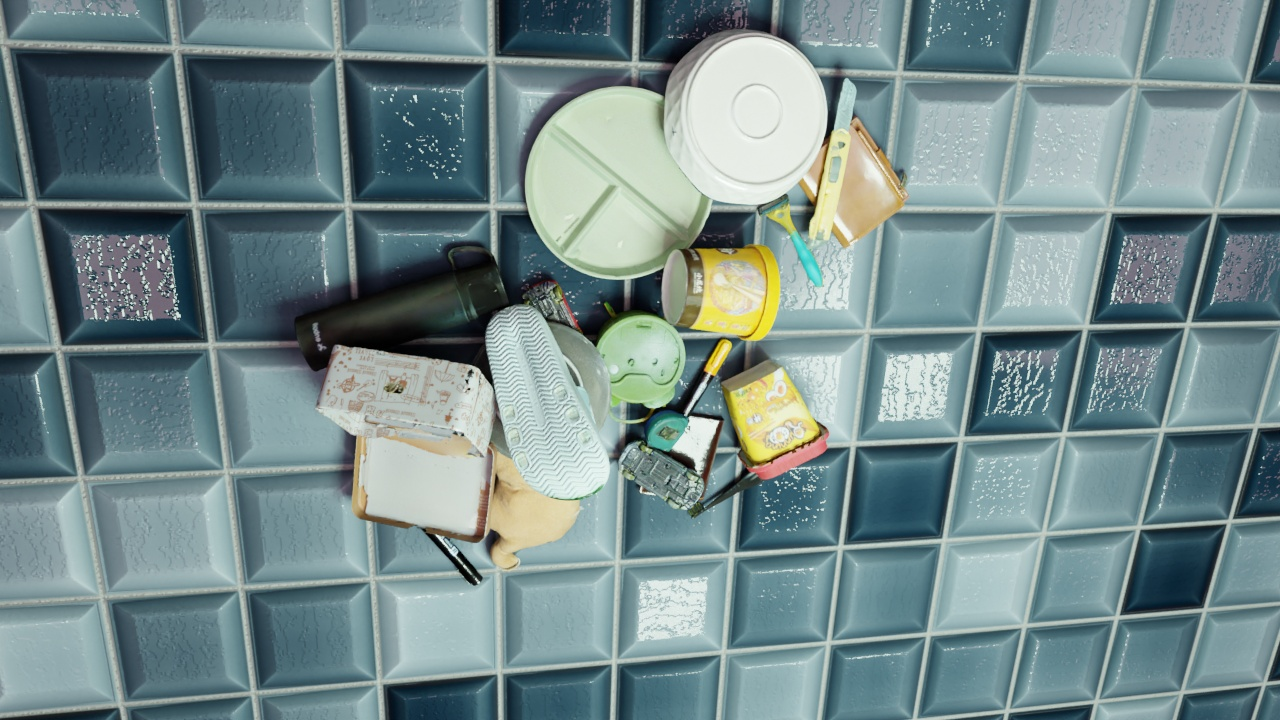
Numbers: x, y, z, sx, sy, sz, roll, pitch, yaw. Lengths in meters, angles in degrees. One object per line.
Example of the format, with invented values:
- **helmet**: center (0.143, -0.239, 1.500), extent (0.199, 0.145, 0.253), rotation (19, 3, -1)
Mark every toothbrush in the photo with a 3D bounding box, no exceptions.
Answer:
- **toothbrush**: center (0.158, 0.160, 1.274), extent (0.213, 0.026, 0.027), rotation (-32, 78, 2)

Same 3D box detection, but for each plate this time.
- **plate**: center (0.130, -0.287, 1.075), extent (0.204, 0.045, 0.205), rotation (-1, 96, -15)
- **plate**: center (-0.025, -0.211, 1.104), extent (0.230, 0.027, 0.230), rotation (-4, 110, -11)
- **plate**: center (-0.125, 0.039, 1.118), extent (0.179, 0.024, 0.179), rotation (0, 92, 3)

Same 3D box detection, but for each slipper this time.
- **slipper**: center (-0.112, 0.050, 1.072), extent (0.104, 0.074, 0.245), rotation (-25, 75, 9)

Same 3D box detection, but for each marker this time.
- **marker**: center (0.084, 0.027, 1.211), extent (0.018, 0.015, 0.124), rotation (29, 96, -13)
- **marker**: center (-0.257, 0.252, 1.227), extent (0.022, 0.020, 0.132), rotation (-21, 116, 28)

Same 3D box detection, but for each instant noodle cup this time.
- **instant noodle cup**: center (0.093, -0.085, 1.118), extent (0.114, 0.118, 0.118), rotation (2, 109, -17)
- **instant noodle cup**: center (0.169, 0.073, 1.205), extent (0.116, 0.116, 0.123), rotation (-26, 101, -1)

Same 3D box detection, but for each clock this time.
- **clock**: center (-0.007, 0.007, 1.169), extent (0.116, 0.056, 0.161), rotation (3, 109, -11)

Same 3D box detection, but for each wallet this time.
- **wallet**: center (0.055, 0.129, 1.246), extent (0.096, 0.020, 0.122), rotation (9, 105, -14)
- **wallet**: center (0.270, -0.226, 1.153), extent (0.119, 0.035, 0.130), rotation (-38, 111, 5)

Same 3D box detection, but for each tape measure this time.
- **tape measure**: center (0.032, 0.092, 1.197), extent (0.054, 0.025, 0.058), rotation (18, 117, -39)

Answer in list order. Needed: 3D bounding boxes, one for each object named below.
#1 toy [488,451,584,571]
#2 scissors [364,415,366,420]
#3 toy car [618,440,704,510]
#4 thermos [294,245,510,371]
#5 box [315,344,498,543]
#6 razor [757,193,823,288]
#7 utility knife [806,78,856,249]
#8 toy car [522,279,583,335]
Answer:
- **toy**: center (-0.146, 0.187, 1.197), extent (0.143, 0.082, 0.226), rotation (6, 110, 4)
- **scissors**: center (-0.289, 0.088, 1.165), extent (0.133, 0.017, 0.131), rotation (3, 107, -16)
- **toy car**: center (0.027, 0.151, 1.221), extent (0.120, 0.036, 0.054), rotation (31, 100, -3)
- **thermos**: center (-0.283, -0.066, 1.092), extent (0.242, 0.068, 0.090), rotation (-19, 79, -6)
- **box**: center (-0.264, 0.093, 1.087), extent (0.179, 0.132, 0.272), rotation (9, 133, 8)
- **razor**: center (0.200, -0.149, 1.170), extent (0.043, 0.028, 0.132), rotation (-26, 111, 24)
- **utility knife**: center (0.236, -0.237, 1.126), extent (0.031, 0.021, 0.208), rotation (4, 104, -13)
- **toy car**: center (-0.105, -0.048, 1.141), extent (0.049, 0.031, 0.106), rotation (-23, 106, 12)
